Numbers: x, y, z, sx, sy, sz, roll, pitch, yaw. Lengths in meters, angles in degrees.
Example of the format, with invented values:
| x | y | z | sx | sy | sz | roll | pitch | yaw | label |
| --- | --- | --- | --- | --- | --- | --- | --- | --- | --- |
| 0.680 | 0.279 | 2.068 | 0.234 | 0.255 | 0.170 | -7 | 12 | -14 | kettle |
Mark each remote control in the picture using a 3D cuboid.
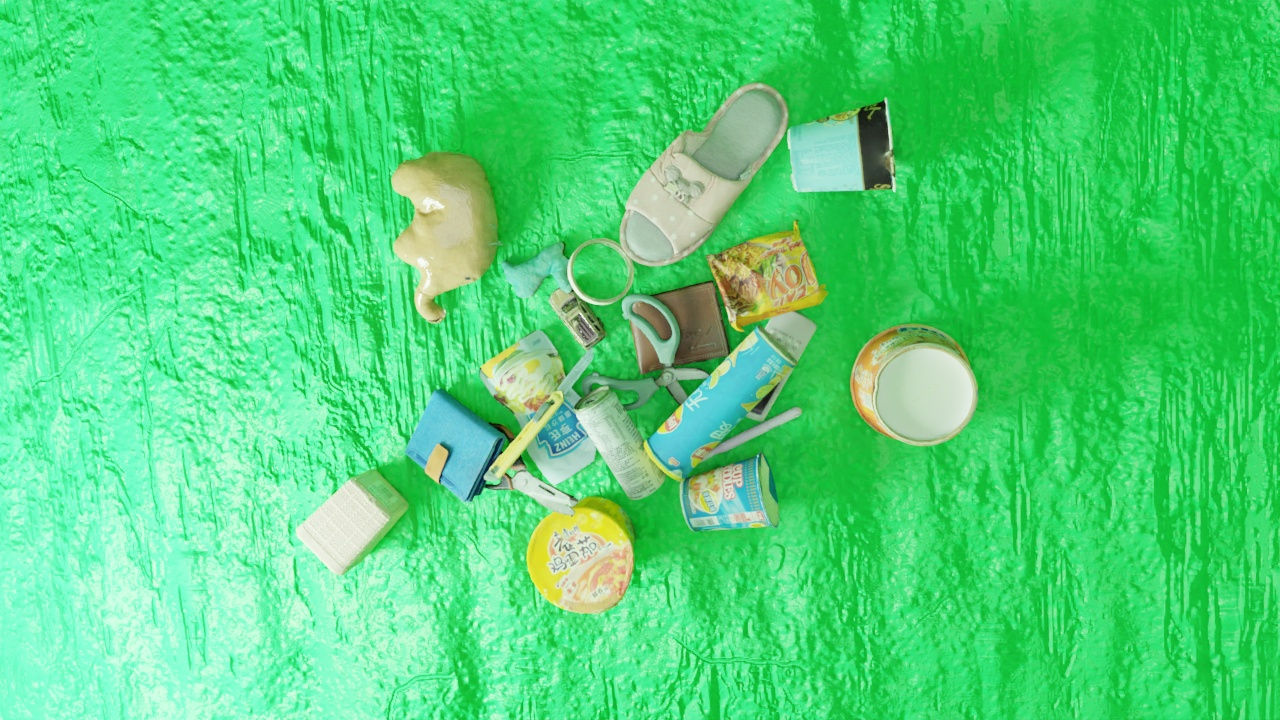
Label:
| x | y | z | sx | sy | sz | roll | pitch | yaw | label |
| --- | --- | --- | --- | --- | --- | --- | --- | --- | --- |
| 0.167 | 0.005 | 1.179 | 0.058 | 0.021 | 0.150 | 29 | 99 | 5 | remote control |

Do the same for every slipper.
| x | y | z | sx | sy | sz | roll | pitch | yaw | label |
| --- | --- | --- | --- | --- | --- | --- | --- | --- | --- |
| 0.078 | -0.230 | 1.148 | 0.114 | 0.054 | 0.275 | 44 | 100 | 1 | slipper |

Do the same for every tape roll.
| x | y | z | sx | sy | sz | roll | pitch | yaw | label |
| --- | --- | --- | --- | --- | --- | --- | --- | --- | --- |
| -0.051 | -0.114 | 1.182 | 0.085 | 0.014 | 0.085 | 2 | 81 | -16 | tape roll |

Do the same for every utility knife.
| x | y | z | sx | sy | sz | roll | pitch | yaw | label |
| --- | --- | --- | --- | --- | --- | --- | --- | --- | --- |
| -0.127 | 0.073 | 1.188 | 0.219 | 0.022 | 0.031 | -48 | 47 | -6 | utility knife |

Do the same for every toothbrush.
| x | y | z | sx | sy | sz | roll | pitch | yaw | label |
| --- | --- | --- | --- | --- | --- | --- | --- | --- | --- |
| 0.125 | 0.108 | 1.198 | 0.189 | 0.029 | 0.021 | -29 | 54 | 10 | toothbrush |

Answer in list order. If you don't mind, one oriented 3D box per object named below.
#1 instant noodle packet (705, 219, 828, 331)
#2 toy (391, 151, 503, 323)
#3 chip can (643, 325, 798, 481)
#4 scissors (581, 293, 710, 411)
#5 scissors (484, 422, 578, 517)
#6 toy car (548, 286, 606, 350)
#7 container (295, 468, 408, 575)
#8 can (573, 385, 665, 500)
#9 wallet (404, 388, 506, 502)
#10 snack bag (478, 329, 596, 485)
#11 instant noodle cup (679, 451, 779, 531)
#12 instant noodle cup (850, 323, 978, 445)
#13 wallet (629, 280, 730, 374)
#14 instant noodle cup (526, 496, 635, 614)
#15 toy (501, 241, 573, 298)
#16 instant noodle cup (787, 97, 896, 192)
| x | y | z | sx | sy | sz | roll | pitch | yaw | label |
| --- | --- | --- | --- | --- | --- | --- | --- | --- | --- |
| 0.159 | -0.106 | 1.150 | 0.128 | 0.044 | 0.110 | -20 | 83 | 9 | instant noodle packet |
| -0.252 | -0.158 | 1.199 | 0.143 | 0.082 | 0.226 | 3 | 100 | 13 | toy |
| 0.099 | 0.055 | 1.149 | 0.071 | 0.071 | 0.210 | 44 | 103 | 2 | chip can |
| -0.007 | 0.007 | 1.184 | 0.180 | 0.019 | 0.170 | -27 | 104 | 17 | scissors |
| -0.154 | 0.139 | 1.189 | 0.207 | 0.015 | 0.192 | -24 | 63 | 30 | scissors |
| -0.084 | -0.059 | 1.203 | 0.042 | 0.035 | 0.090 | -37 | 87 | 9 | toy car |
| -0.389 | 0.216 | 1.255 | 0.090 | 0.090 | 0.111 | 45 | 98 | 1 | container |
| -0.026 | 0.107 | 1.186 | 0.058 | 0.058 | 0.147 | -29 | 105 | 10 | can |
| -0.249 | 0.113 | 1.225 | 0.133 | 0.040 | 0.106 | 32 | 100 | 30 | wallet |
| -0.125 | 0.063 | 1.223 | 0.110 | 0.039 | 0.191 | -33 | 92 | 0 | snack bag |
| 0.112 | 0.177 | 1.175 | 0.110 | 0.099 | 0.099 | -14 | 94 | 17 | instant noodle cup |
| 0.335 | 0.035 | 1.111 | 0.151 | 0.111 | 0.151 | 1 | 96 | 9 | instant noodle cup |
| 0.048 | -0.041 | 1.186 | 0.125 | 0.032 | 0.101 | -12 | 99 | 13 | wallet |
| -0.068 | 0.244 | 1.198 | 0.138 | 0.109 | 0.138 | 1 | 96 | 8 | instant noodle cup |
| -0.129 | -0.115 | 1.200 | 0.092 | 0.030 | 0.096 | -35 | 68 | 7 | toy |
| 0.241 | -0.250 | 1.101 | 0.120 | 0.111 | 0.111 | -5 | 96 | 15 | instant noodle cup |
